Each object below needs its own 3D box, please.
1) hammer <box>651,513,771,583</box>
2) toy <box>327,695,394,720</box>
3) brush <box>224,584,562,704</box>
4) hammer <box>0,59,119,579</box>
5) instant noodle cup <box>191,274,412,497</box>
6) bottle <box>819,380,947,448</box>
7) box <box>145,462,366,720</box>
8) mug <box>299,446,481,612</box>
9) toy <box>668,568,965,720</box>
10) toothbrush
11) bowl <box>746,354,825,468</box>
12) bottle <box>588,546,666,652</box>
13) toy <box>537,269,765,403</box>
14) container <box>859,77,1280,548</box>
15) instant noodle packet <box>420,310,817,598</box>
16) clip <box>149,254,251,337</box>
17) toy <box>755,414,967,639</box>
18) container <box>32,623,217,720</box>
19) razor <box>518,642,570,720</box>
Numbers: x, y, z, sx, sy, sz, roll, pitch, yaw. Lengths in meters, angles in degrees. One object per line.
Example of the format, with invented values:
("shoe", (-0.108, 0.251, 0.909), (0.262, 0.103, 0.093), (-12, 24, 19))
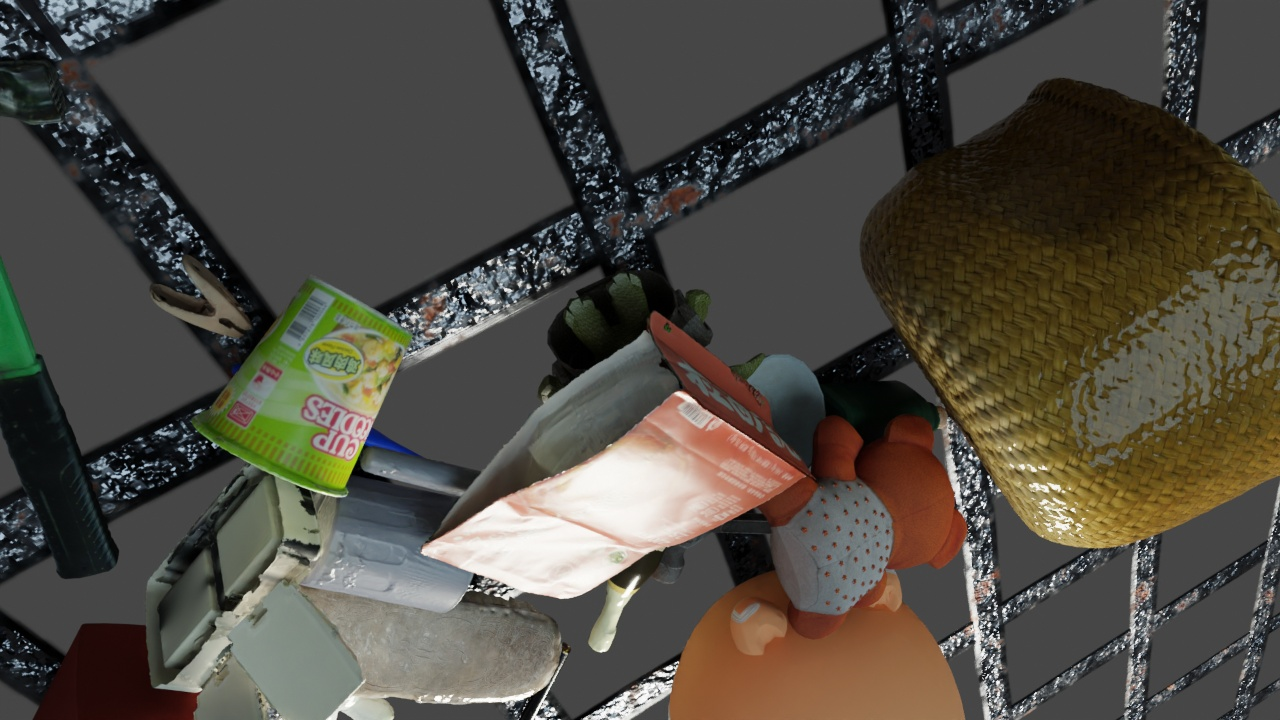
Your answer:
("hammer", (0.162, 0.144, 0.860), (0.313, 0.035, 0.138), (8, 115, -31))
("toy", (-0.249, 0.261, 0.727), (0.079, 0.038, 0.123), (-20, 125, -6))
("brush", (-0.183, 0.214, 0.704), (0.271, 0.057, 0.083), (18, 87, -35))
("hammer", (-0.352, 0.000, 0.510), (0.130, 0.032, 0.319), (-12, 125, -21))
("instant noodle cup", (-0.194, 0.012, 0.550), (0.099, 0.099, 0.108), (35, 82, -38))
("bottle", (0.214, 0.053, 0.807), (0.131, 0.061, 0.061), (-2, 118, -26))
("box", (-0.245, 0.163, 0.573), (0.144, 0.183, 0.050), (-47, 136, 12))
("mug", (-0.166, 0.113, 0.637), (0.104, 0.083, 0.124), (21, 122, -33))
("toy", (0.157, 0.314, 0.821), (0.262, 0.265, 0.281), (-12, 115, -17))
("toothbrush", (-0.197, 0.048, 0.628), (0.018, 0.016, 0.182), (-22, 137, 36))
("bowl", (0.100, 0.048, 0.745), (0.106, 0.039, 0.106), (-1, 92, -36))
("bottle", (-0.010, 0.177, 0.786), (0.045, 0.045, 0.185), (6, 118, -29))
("toy", (-0.004, 0.004, 0.656), (0.179, 0.078, 0.153), (-31, 137, -5))
("container", (0.299, -0.020, 0.644), (0.197, 0.306, 0.307), (-35, 130, 13))
("instant noodle packet", (-0.017, 0.092, 0.620), (0.221, 0.084, 0.164), (-40, 139, 15))
("clip", (-0.252, -0.039, 0.540), (0.041, 0.024, 0.060), (-48, 137, 11))
("toy", (0.173, 0.123, 0.725), (0.172, 0.093, 0.164), (-22, 98, -23))
("container", (-0.362, 0.298, 0.624), (0.127, 0.148, 0.201), (18, 102, -35))
("razor", (-0.098, 0.320, 0.853), (0.043, 0.022, 0.144), (29, 105, 4))
